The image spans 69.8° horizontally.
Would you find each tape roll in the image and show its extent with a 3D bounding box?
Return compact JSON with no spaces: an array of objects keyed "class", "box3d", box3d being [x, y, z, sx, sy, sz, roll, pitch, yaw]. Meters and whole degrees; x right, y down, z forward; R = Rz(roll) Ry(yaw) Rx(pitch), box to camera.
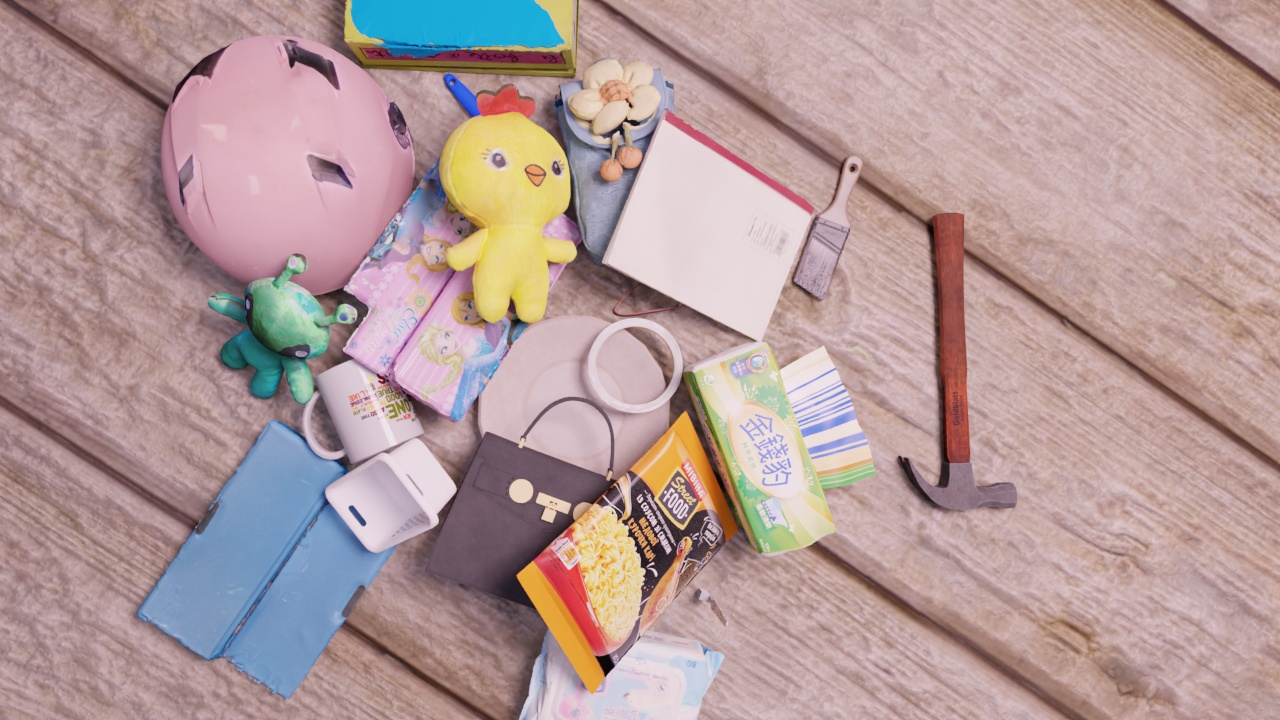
[{"class":"tape roll","box3d":[-0.005,0.005,0.897,0.093,0.013,0.093,0,89,-2]}]

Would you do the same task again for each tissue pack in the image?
[{"class":"tissue pack","box3d":[0.141,0.072,0.885,0.141,0.120,0.198,-21,97,-3]},{"class":"tissue pack","box3d":[-0.016,0.318,0.895,0.182,0.070,0.112,15,88,-3]}]

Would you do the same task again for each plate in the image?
[{"class":"plate","box3d":[-0.065,0.050,0.917,0.188,0.027,0.188,0,89,-2]}]

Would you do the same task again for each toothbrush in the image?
[{"class":"toothbrush","box3d":[0.065,0.226,0.843,0.010,0.181,0.010,19,83,1]},{"class":"toothbrush","box3d":[-0.136,-0.219,0.925,0.016,0.018,0.182,-41,88,-2]}]

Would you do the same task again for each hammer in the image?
[{"class":"hammer","box3d":[0.317,0.001,0.931,0.111,0.028,0.300,-2,89,-3]}]

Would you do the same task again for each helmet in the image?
[{"class":"helmet","box3d":[-0.340,-0.192,0.855,0.230,0.152,0.255,-5,84,1]}]

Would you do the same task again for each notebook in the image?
[{"class":"notebook","box3d":[0.072,-0.122,0.876,0.208,0.012,0.153,24,87,-36]}]

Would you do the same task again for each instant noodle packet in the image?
[{"class":"instant noodle packet","box3d":[-0.001,0.175,0.844,0.220,0.032,0.160,-42,124,-27]}]

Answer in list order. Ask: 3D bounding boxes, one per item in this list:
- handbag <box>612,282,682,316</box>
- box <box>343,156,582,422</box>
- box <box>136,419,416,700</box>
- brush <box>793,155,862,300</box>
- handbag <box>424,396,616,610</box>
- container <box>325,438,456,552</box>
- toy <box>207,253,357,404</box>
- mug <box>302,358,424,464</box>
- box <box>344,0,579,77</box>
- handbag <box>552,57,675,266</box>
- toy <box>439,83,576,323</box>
[{"class":"handbag","box3d":[0.026,-0.071,0.905,0.119,0.029,0.055,-24,88,-18]},{"class":"box","box3d":[-0.175,-0.077,0.870,0.159,0.035,0.230,35,73,-15]},{"class":"box","box3d":[-0.355,0.198,0.904,0.174,0.033,0.231,34,88,-2]},{"class":"brush","box3d":[0.196,-0.137,0.935,0.039,0.012,0.151,21,89,-1]},{"class":"handbag","box3d":[-0.083,0.129,0.874,0.175,0.072,0.196,21,95,-7]},{"class":"container","box3d":[-0.230,0.123,0.858,0.130,0.049,0.081,-28,101,42]},{"class":"toy","box3d":[-0.335,-0.026,0.851,0.130,0.194,0.072,49,44,-8]},{"class":"mug","box3d":[-0.275,0.051,0.886,0.105,0.073,0.089,-23,90,-2]},{"class":"box","box3d":[-0.171,-0.349,0.894,0.221,0.081,0.124,0,88,1]},{"class":"handbag","box3d":[-0.016,-0.190,0.876,0.122,0.119,0.192,-7,86,-3]},{"class":"toy","box3d":[-0.122,-0.138,0.833,0.133,0.092,0.207,-3,84,-44]}]
